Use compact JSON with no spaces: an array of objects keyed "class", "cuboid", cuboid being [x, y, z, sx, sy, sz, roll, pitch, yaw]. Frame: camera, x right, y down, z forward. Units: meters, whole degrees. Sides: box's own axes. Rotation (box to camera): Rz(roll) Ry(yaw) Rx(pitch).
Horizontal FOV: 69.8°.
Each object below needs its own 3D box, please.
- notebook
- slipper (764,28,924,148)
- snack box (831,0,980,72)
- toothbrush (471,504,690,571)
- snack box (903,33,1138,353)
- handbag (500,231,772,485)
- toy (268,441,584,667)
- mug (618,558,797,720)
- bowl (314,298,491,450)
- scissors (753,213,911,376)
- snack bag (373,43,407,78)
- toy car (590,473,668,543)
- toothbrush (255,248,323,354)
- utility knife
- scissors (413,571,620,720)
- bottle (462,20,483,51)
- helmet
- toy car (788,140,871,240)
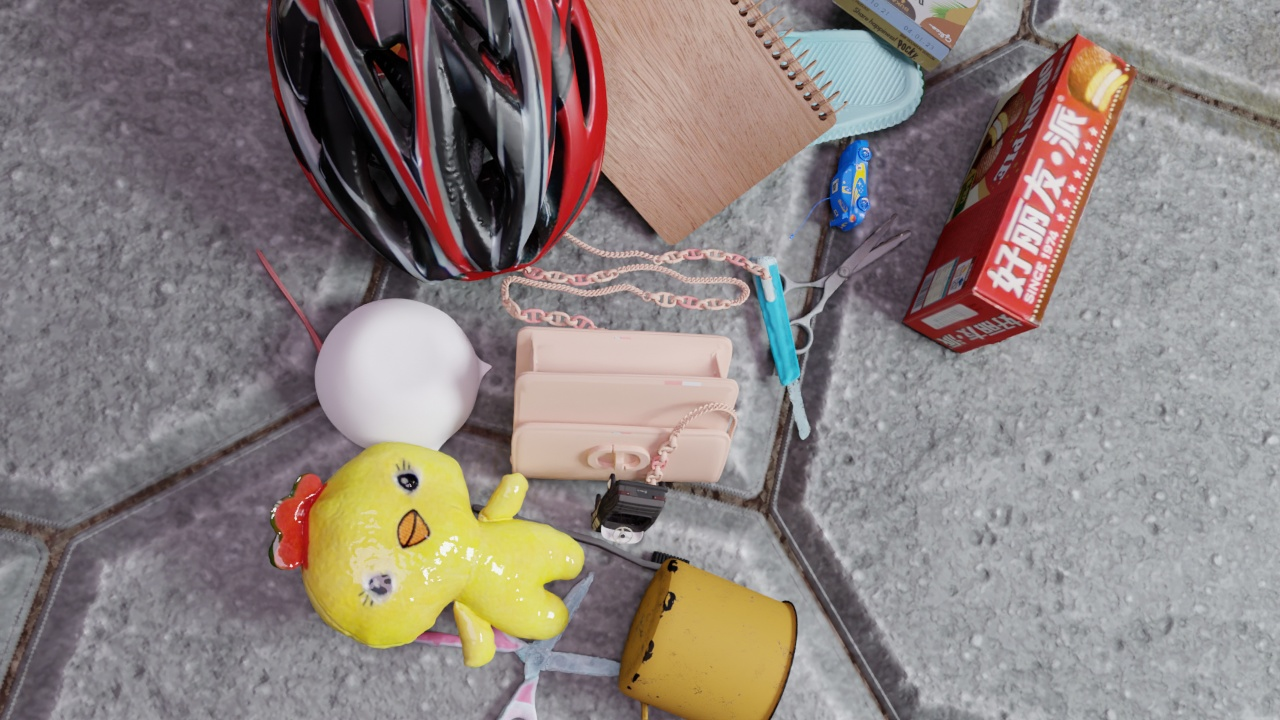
[{"class":"notebook","cuboid":[0.020,-0.208,0.655,0.169,0.022,0.210,-35,112,24]},{"class":"slipper","cuboid":[0.112,-0.217,0.735,0.276,0.070,0.116,-15,79,-13]},{"class":"snack box","cuboid":[0.249,-0.342,0.781,0.101,0.032,0.185,35,65,-3]},{"class":"toothbrush","cuboid":[-0.042,0.131,0.671,0.167,0.013,0.013,17,69,-7]},{"class":"snack box","cuboid":[0.299,-0.128,0.728,0.060,0.113,0.236,27,76,-4]},{"class":"handbag","cuboid":[-0.005,0.003,0.689,0.198,0.117,0.186,2,42,-6]},{"class":"toy","cuboid":[-0.139,0.130,0.614,0.207,0.092,0.133,17,65,-12]},{"class":"mug","cuboid":[0.039,0.207,0.628,0.094,0.101,0.123,23,79,-4]},{"class":"bowl","cuboid":[-0.167,0.005,0.641,0.114,0.051,0.114,6,71,-17]},{"class":"scissors","cuboid":[0.159,-0.055,0.741,0.159,0.014,0.120,-10,81,-9]},{"class":"snack bag","cuboid":[-0.217,-0.271,0.697,0.130,0.039,0.144,-18,74,-12]},{"class":"toy car","cuboid":[-0.009,0.106,0.640,0.040,0.092,0.037,10,64,-9]},{"class":"toothbrush","cuboid":[-0.227,-0.005,0.662,0.015,0.015,0.184,-32,86,-17]},{"class":"utility knife","cuboid":[0.109,-0.011,0.715,0.022,0.015,0.148,-13,83,19]},{"class":"scissors","cuboid":[-0.090,0.226,0.647,0.170,0.013,0.174,12,76,-11]},{"class":"bottle","cuboid":[-0.108,-0.251,0.706,0.056,0.056,0.105,-6,81,-11]},{"class":"helmet","cuboid":[-0.135,-0.181,0.601,0.218,0.166,0.272,-12,108,10]},{"class":"toy car","cuboid":[0.151,-0.137,0.742,0.062,0.033,0.092,7,79,-16]}]
